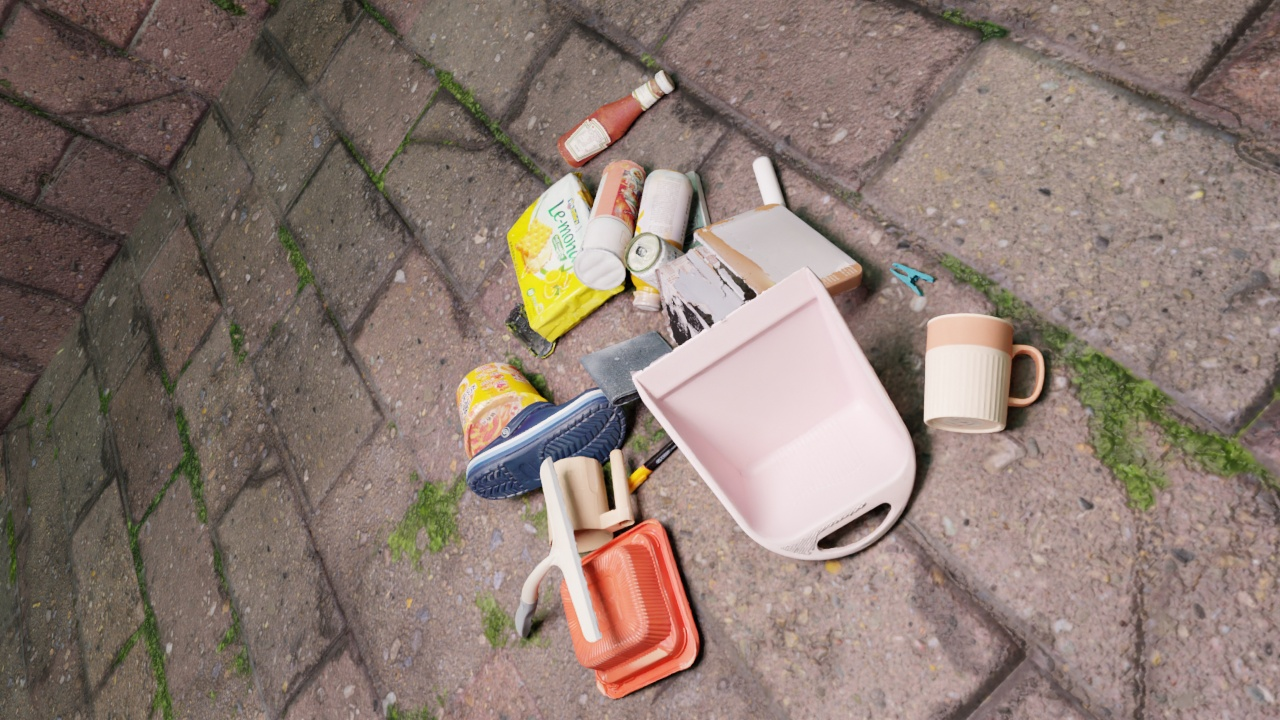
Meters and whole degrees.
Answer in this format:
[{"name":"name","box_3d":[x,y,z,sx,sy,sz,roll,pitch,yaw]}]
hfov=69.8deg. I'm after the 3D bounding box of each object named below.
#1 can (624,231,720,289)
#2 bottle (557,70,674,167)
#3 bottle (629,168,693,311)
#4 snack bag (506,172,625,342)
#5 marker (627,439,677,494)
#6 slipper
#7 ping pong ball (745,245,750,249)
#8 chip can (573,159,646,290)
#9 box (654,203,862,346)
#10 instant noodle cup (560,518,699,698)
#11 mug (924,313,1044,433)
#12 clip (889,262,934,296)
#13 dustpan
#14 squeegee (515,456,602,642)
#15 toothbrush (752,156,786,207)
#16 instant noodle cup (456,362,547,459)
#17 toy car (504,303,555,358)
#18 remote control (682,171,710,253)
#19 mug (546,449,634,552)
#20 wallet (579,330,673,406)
[{"name":"can","box_3d":[0.044,-0.112,1.185,0.058,0.146,0.058,-16,63,34]},{"name":"bottle","box_3d":[-0.038,-0.377,1.427,0.206,0.059,0.059,-31,55,24]},{"name":"bottle","box_3d":[0.025,-0.163,1.251,0.068,0.068,0.189,5,82,41]},{"name":"snack bag","box_3d":[-0.115,-0.157,1.392,0.158,0.068,0.246,-37,52,24]},{"name":"marker","box_3d":[0.019,0.132,1.193,0.124,0.018,0.015,-45,49,16]},{"name":"slipper","box_3d":[-0.128,0.109,1.263,0.253,0.105,0.095,-30,46,17]},{"name":"ping pong ball","box_3d":[0.142,-0.160,1.196,0.040,0.040,0.040,-17,62,34]},{"name":"chip can","box_3d":[-0.040,-0.195,1.294,0.071,0.071,0.214,-23,37,31]},{"name":"box","box_3d":[0.144,-0.074,1.114,0.193,0.157,0.183,-26,49,-12]},{"name":"instant noodle cup","box_3d":[-0.024,0.303,1.118,0.165,0.079,0.188,-37,57,27]},{"name":"mug","box_3d":[0.348,0.016,0.932,0.114,0.082,0.105,6,76,11]},{"name":"clip","box_3d":[0.308,-0.096,1.048,0.057,0.015,0.050,40,102,41]},{"name":"dustpan","box_3d":[0.161,0.075,0.956,0.223,0.273,0.138,-35,35,12]},{"name":"squeegee","box_3d":[-0.132,0.292,1.160,0.247,0.039,0.246,116,144,-44]},{"name":"toothbrush","box_3d":[0.181,-0.172,1.177,0.026,0.026,0.220,-47,45,45]},{"name":"instant noodle cup","box_3d":[-0.201,0.075,1.330,0.138,0.138,0.109,-50,40,12]},{"name":"toy car","box_3d":[-0.166,-0.044,1.414,0.105,0.032,0.048,44,102,30]},{"name":"remote control","box_3d":[0.068,-0.202,1.290,0.056,0.019,0.135,-28,57,30]},{"name":"mug","box_3d":[-0.067,0.182,1.202,0.125,0.084,0.103,-27,55,26]},{"name":"wallet","box_3d":[-0.007,0.007,1.220,0.120,0.019,0.097,-21,47,-20]}]
